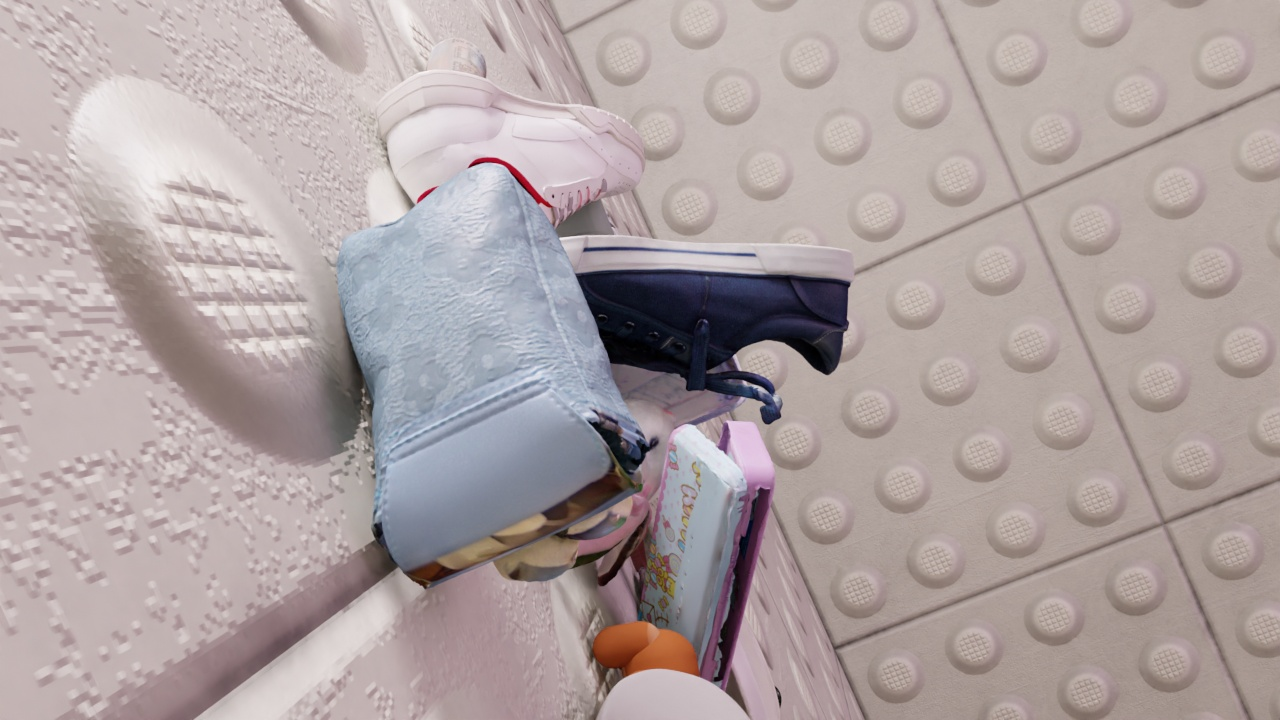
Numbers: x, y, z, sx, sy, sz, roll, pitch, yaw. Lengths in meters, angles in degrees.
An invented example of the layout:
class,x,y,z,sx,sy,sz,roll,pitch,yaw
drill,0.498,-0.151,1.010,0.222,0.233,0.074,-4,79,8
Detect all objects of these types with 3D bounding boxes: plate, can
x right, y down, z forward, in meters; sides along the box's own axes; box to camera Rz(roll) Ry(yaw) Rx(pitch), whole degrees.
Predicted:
class,x,y,z,sx,sy,sz,roll,pitch,yaw
plate,0.077,0.258,0.775,0.182,0.034,0.182,161,-90,-78
can,-0.159,-0.232,0.782,0.135,0.054,0.054,-102,166,-55

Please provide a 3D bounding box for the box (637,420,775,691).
class,x,y,z,sx,sy,sz,roll,pitch,yaw
box,0.044,0.145,0.629,0.078,0.065,0.215,-123,-145,-53

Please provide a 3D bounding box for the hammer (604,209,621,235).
class,x,y,z,sx,sy,sz,roll,pitch,yaw
hammer,-0.051,-0.123,1.016,0.162,0.083,0.317,60,7,7

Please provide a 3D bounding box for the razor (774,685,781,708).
class,x,y,z,sx,sy,sz,roll,pitch,yaw
razor,0.111,0.327,0.903,0.140,0.064,0.053,24,43,-77

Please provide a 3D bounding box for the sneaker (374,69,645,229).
class,x,y,z,sx,sy,sz,roll,pitch,yaw
sneaker,-0.079,-0.132,0.683,0.236,0.091,0.104,1,71,-52

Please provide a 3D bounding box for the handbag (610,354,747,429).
class,x,y,z,sx,sy,sz,roll,pitch,yaw
handbag,-0.004,0.004,0.741,0.126,0.159,0.069,67,11,9

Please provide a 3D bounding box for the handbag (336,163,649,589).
class,x,y,z,sx,sy,sz,roll,pitch,yaw
handbag,-0.071,0.011,0.436,0.191,0.122,0.118,66,7,33

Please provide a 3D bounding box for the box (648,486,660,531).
class,x,y,z,sx,sy,sz,roll,pitch,yaw
box,0.060,0.158,0.879,0.107,0.091,0.102,48,-6,48

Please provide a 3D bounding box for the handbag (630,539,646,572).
class,x,y,z,sx,sy,sz,roll,pitch,yaw
handbag,-0.013,0.129,0.819,0.055,0.029,0.119,43,30,-66

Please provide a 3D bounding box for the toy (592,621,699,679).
class,x,y,z,sx,sy,sz,roll,pitch,yaw
toy,0.011,0.232,0.583,0.095,0.065,0.127,39,36,-59

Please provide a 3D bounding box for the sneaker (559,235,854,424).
class,x,y,z,sx,sy,sz,roll,pitch,yaw
sneaker,0.014,-0.021,0.643,0.121,0.294,0.127,172,-80,-76

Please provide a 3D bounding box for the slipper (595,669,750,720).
class,x,y,z,sx,sy,sz,roll,pitch,yaw
slipper,0.021,0.272,0.438,0.113,0.081,0.265,15,24,-17

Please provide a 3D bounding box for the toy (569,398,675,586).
class,x,y,z,sx,sy,sz,roll,pitch,yaw
toy,-0.027,0.048,0.664,0.131,0.106,0.205,58,13,-62

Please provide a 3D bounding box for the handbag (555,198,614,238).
class,x,y,z,sx,sy,sz,roll,pitch,yaw
handbag,-0.079,-0.117,0.802,0.067,0.106,0.121,49,18,-57

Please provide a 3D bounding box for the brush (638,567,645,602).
class,x,y,z,sx,sy,sz,roll,pitch,yaw
brush,0.012,0.226,0.730,0.151,0.012,0.039,-98,163,-63
